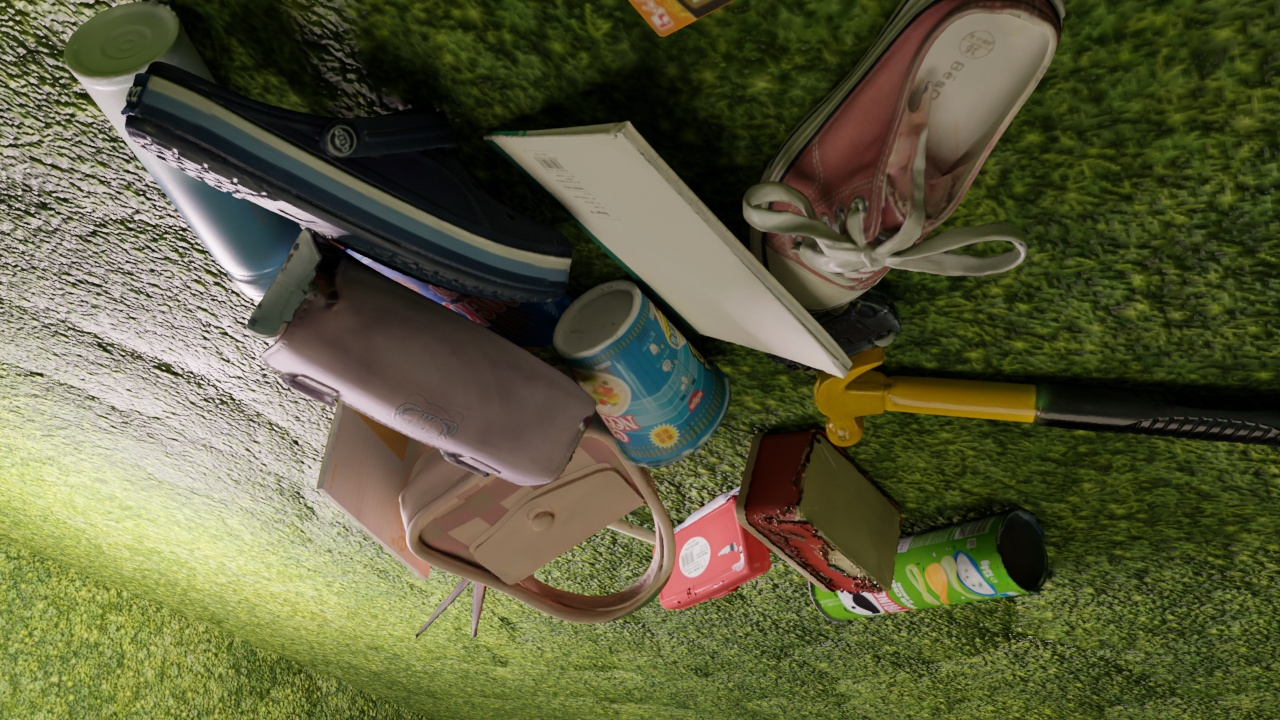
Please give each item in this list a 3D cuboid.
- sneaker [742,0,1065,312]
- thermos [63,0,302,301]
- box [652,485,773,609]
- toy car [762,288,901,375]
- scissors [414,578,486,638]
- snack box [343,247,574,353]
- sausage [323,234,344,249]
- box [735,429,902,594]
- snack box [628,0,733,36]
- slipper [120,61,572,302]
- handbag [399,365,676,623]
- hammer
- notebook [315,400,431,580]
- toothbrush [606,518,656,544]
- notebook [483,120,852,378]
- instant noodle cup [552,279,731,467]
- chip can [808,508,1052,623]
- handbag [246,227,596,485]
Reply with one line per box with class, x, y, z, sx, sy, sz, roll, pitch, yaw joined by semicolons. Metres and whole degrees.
sneaker;0.113;-0.079;0.447;0.118;0.087;0.242;20;150;-7
thermos;-0.271;-0.117;0.588;0.070;0.070;0.221;9;149;11
box;0.096;0.186;0.922;0.100;0.095;0.202;1;155;-25
toy car;0.121;-0.022;0.594;0.049;0.031;0.106;30;149;-24
scissors;-0.147;0.190;0.937;0.221;0.233;0.021;-41;114;10
snack box;-0.124;-0.057;0.657;0.157;0.026;0.085;35;144;-30
sausage;-0.220;-0.047;0.723;0.021;0.021;0.165;10;150;9
box;0.161;0.132;0.775;0.078;0.091;0.168;-8;143;41
snack box;-0.008;-0.203;0.359;0.075;0.026;0.153;-13;140;40
slipper;-0.151;-0.107;0.524;0.252;0.095;0.105;22;178;-31
handbag;-0.066;0.138;0.779;0.193;0.093;0.234;-32;120;11
hammer;0.266;0.029;0.613;0.301;0.032;0.129;4;149;19
notebook;-0.231;0.100;0.852;0.010;0.145;0.206;-5;145;12
toothbrush;-0.024;0.178;1.012;0.189;0.020;0.029;26;179;-18
notebook;0.016;-0.063;0.536;0.209;0.012;0.150;40;167;-35
instant noodle cup;-0.004;0.004;0.646;0.099;0.099;0.110;-9;134;36
chip can;0.260;0.195;0.854;0.072;0.072;0.237;29;147;-21
handbag;-0.145;0.004;0.603;0.197;0.098;0.145;32;170;-28
